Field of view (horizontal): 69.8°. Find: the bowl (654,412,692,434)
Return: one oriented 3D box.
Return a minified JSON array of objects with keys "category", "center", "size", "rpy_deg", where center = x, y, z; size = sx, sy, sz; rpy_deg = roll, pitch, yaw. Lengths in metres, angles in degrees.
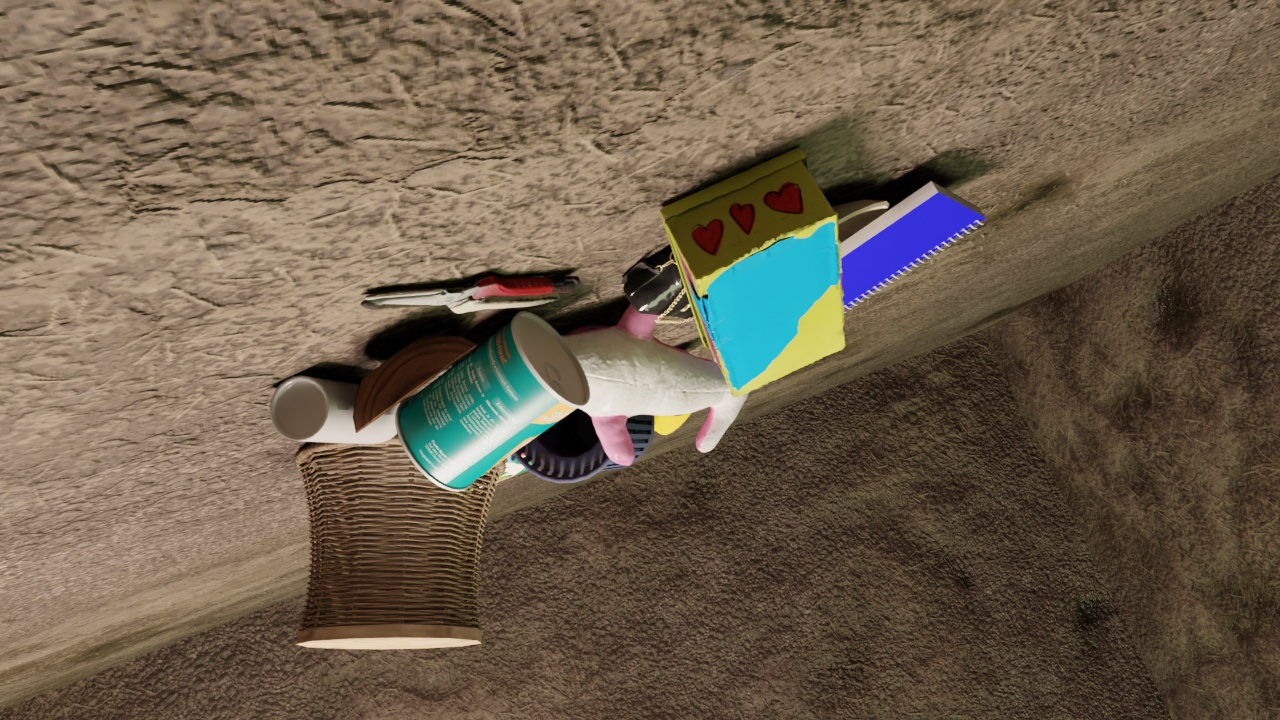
[{"category":"bowl","center":[0.034,0.038,1.282],"size":[0.117,0.067,0.117],"rpy_deg":[-50,-161,23]}]

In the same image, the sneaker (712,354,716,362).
[{"category":"sneaker","center":[0.152,-0.021,1.205],"size":[0.089,0.099,0.236],"rpy_deg":[-10,171,14]}]

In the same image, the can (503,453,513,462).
[{"category":"can","center":[-0.191,0.089,1.107],"size":[0.072,0.072,0.128],"rpy_deg":[-23,170,5]}]

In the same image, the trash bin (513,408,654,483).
[{"category":"trash bin","center":[-0.063,0.076,1.136],"size":[0.139,0.139,0.249],"rpy_deg":[-24,171,8]}]

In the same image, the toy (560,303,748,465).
[{"category":"toy","center":[-0.006,0.006,0.959],"size":[0.265,0.187,0.128],"rpy_deg":[9,-167,-30]}]

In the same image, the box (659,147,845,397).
[{"category":"box","center":[0.100,-0.064,0.763],"size":[0.124,0.079,0.221],"rpy_deg":[-26,150,3]}]

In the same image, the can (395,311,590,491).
[{"category":"can","center":[-0.132,0.037,0.822],"size":[0.144,0.099,0.099],"rpy_deg":[-35,167,17]}]

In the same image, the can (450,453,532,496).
[{"category":"can","center":[-0.195,0.119,1.222],"size":[0.144,0.083,0.083],"rpy_deg":[-20,170,-15]}]

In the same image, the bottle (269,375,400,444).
[{"category":"bottle","center":[-0.250,0.048,0.817],"size":[0.052,0.052,0.195],"rpy_deg":[-24,170,8]}]

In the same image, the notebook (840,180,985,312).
[{"category":"notebook","center":[0.248,-0.107,0.973],"size":[0.210,0.022,0.171],"rpy_deg":[-35,159,30]}]

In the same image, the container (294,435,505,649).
[{"category":"container","center":[-0.264,0.205,0.993],"size":[0.227,0.196,0.227],"rpy_deg":[-1,160,-1]}]

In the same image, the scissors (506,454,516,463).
[{"category":"scissors","center":[-0.140,0.079,1.128],"size":[0.015,0.118,0.139],"rpy_deg":[9,170,17]}]

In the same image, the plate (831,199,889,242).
[{"category":"plate","center":[0.155,-0.109,0.902],"size":[0.188,0.027,0.189],"rpy_deg":[-30,172,-5]}]

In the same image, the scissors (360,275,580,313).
[{"category":"scissors","center":[-0.118,-0.052,0.690],"size":[0.140,0.015,0.188],"rpy_deg":[-22,170,7]}]

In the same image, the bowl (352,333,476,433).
[{"category":"bowl","center":[-0.191,0.010,0.747],"size":[0.119,0.032,0.119],"rpy_deg":[-36,-174,4]}]

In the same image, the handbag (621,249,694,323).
[{"category":"handbag","center":[0.039,-0.075,0.839],"size":[0.079,0.054,0.128],"rpy_deg":[-40,161,24]}]
